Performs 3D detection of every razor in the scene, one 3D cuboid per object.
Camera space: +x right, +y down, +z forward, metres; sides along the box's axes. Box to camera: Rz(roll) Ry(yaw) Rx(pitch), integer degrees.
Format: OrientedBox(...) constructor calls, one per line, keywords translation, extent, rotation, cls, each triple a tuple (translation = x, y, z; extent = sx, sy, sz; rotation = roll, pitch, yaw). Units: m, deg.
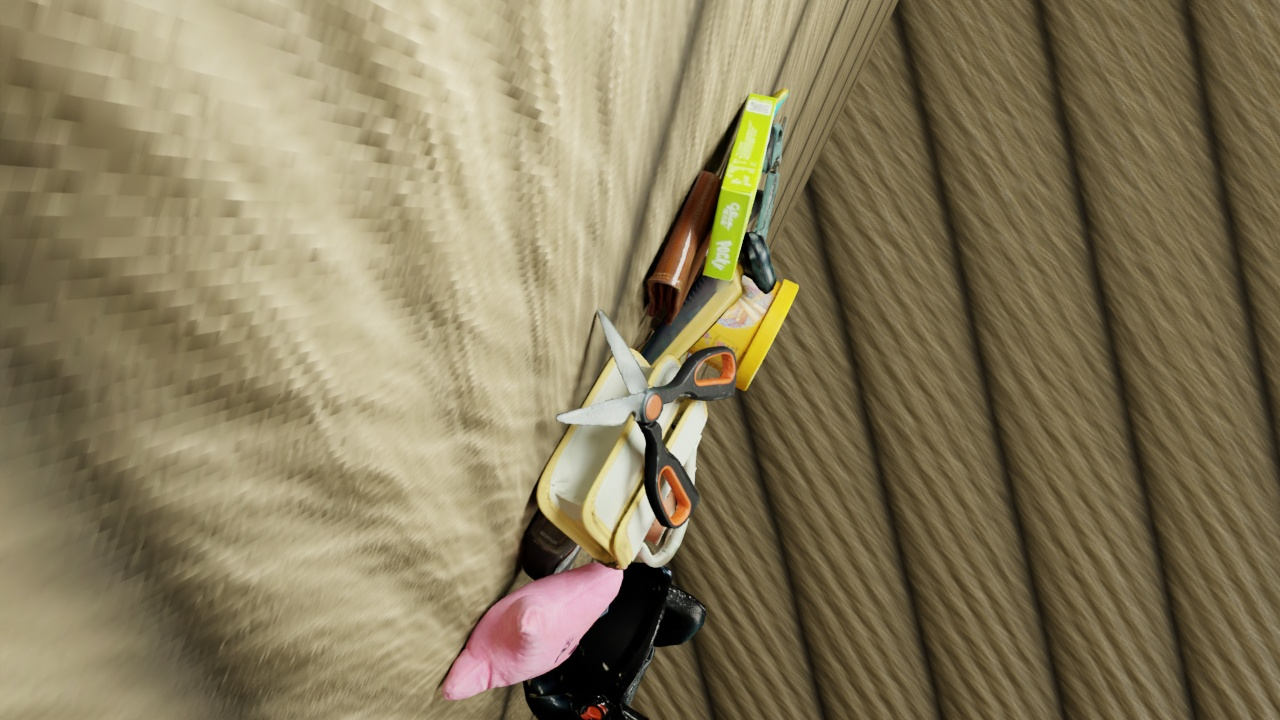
OrientedBox(translation=(0.098, -0.191, 0.846), extent=(0.043, 0.028, 0.133), rotation=(-96, -151, -56), cls="razor")
OrientedBox(translation=(0.061, -0.046, 0.847), extent=(0.167, 0.067, 0.062), rotation=(-48, -174, 7), cls="razor")

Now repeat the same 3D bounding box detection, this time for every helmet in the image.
OrientedBox(translation=(-0.041, 0.379, 1.199), extent=(0.232, 0.230, 0.275), rotation=(-69, 171, -49), cls="helmet")

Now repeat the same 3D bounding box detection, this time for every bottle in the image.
OrientedBox(translation=(-0.080, 0.180, 0.885), extent=(0.079, 0.044, 0.195), rotation=(-51, 170, -26), cls="bottle")

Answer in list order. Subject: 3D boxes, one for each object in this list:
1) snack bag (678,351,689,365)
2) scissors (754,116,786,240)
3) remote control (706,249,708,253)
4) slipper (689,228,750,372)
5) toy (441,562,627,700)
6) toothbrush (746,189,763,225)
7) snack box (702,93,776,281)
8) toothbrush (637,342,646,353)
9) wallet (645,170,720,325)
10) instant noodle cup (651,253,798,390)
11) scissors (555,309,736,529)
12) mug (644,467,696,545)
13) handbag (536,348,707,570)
OrientedBox(translation=(0.042, -0.017, 1.089), extent=(0.190, 0.039, 0.110), rotation=(-55, 159, -55), cls="snack bag")
OrientedBox(translation=(0.156, -0.218, 1.119), extent=(0.169, 0.019, 0.171), rotation=(-21, 124, -75), cls="scissors")
OrientedBox(translation=(0.097, -0.161, 0.995), extent=(0.135, 0.020, 0.056), rotation=(-62, 174, -13), cls="remote control")
OrientedBox(translation=(0.101, -0.063, 1.281), extent=(0.113, 0.054, 0.275), rotation=(-54, 169, -56), cls="slipper")
OrientedBox(translation=(-0.087, 0.230, 0.804), extent=(0.178, 0.074, 0.194), rotation=(-37, 168, -3), cls="toy")
OrientedBox(translation=(0.125, -0.177, 1.140), extent=(0.027, 0.026, 0.212), rotation=(-30, -170, 29), cls="toothbrush")
OrientedBox(translation=(0.083, -0.145, 0.752), extent=(0.156, 0.026, 0.086), rotation=(-71, 172, -45), cls="snack box")
OrientedBox(translation=(-0.005, 0.005, 0.870), extent=(0.016, 0.018, 0.191), rotation=(-67, 172, 22), cls="toothbrush")
OrientedBox(translation=(0.038, -0.092, 0.774), extent=(0.124, 0.032, 0.101), rotation=(89, 26, -78), cls="wallet")
OrientedBox(translation=(0.082, -0.046, 0.922), extent=(0.118, 0.114, 0.118), rotation=(-62, 173, -13), cls="instant noodle cup")
OrientedBox(translation=(0.014, 0.037, 0.696), extent=(0.227, 0.022, 0.221), rotation=(-41, 132, -42), cls="scissors")
OrientedBox(translation=(-0.004, 0.105, 0.896), extent=(0.114, 0.106, 0.082), rotation=(-61, 174, -17), cls="mug")
OrientedBox(translation=(0.009, 0.099, 0.782), extent=(0.163, 0.063, 0.179), rotation=(-60, 138, -23), cls="handbag")
